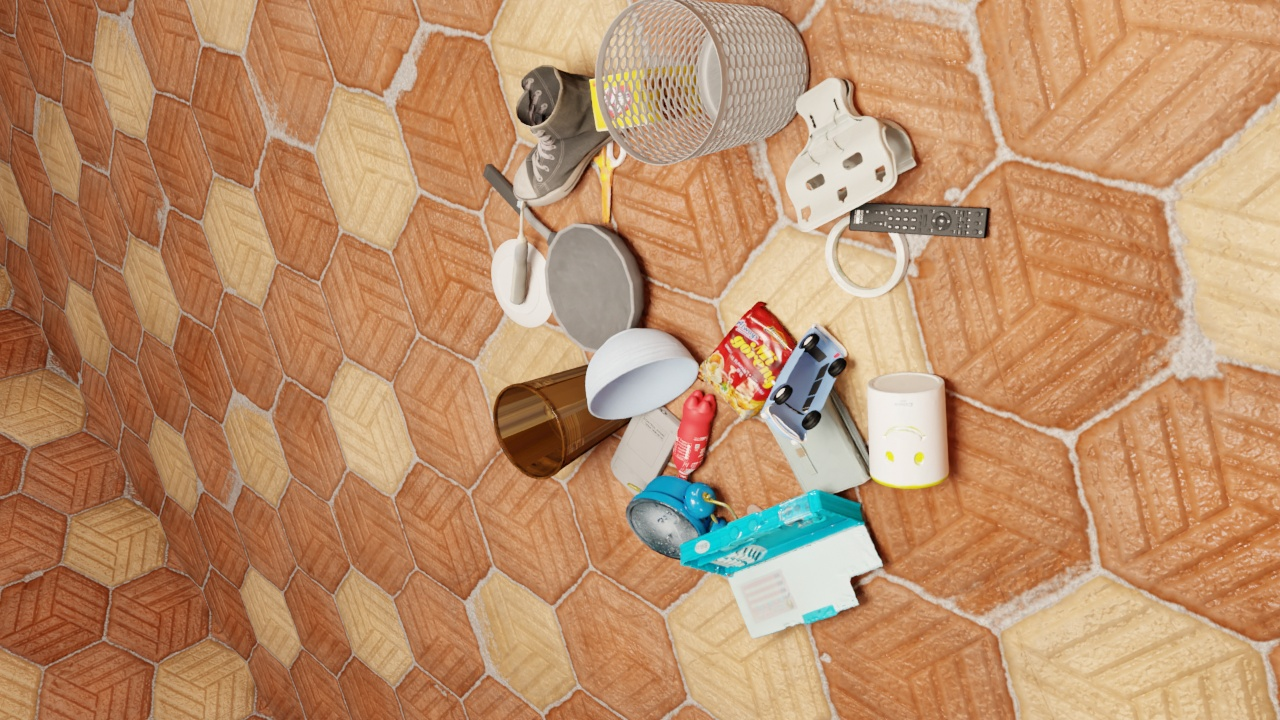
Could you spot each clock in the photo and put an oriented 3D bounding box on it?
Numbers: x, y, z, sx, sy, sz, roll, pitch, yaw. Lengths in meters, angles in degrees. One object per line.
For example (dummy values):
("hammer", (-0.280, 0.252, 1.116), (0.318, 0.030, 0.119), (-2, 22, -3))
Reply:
("clock", (0.058, 0.212, 1.237), (0.162, 0.060, 0.117), (2, 128, 33))

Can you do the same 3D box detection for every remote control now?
("remote control", (0.283, -0.144, 0.940), (0.140, 0.009, 0.030), (9, 102, 31))
("remote control", (0.008, 0.124, 1.291), (0.074, 0.019, 0.151), (41, 128, 22))

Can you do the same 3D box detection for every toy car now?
("toy car", (0.179, 0.027, 1.014), (0.056, 0.153, 0.055), (41, 144, -10))

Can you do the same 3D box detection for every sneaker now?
("sneaker", (-0.120, -0.281, 1.163), (0.235, 0.119, 0.095), (-30, 66, 45))

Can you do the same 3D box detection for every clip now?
("clip", (0.217, -0.217, 0.962), (0.127, 0.104, 0.151), (-24, 59, 43))

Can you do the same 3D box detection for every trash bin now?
("trash bin", (0.071, -0.295, 0.959), (0.157, 0.182, 0.157), (16, 116, 36))

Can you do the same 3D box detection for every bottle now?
("bottle", (0.068, 0.106, 1.217), (0.042, 0.041, 0.142), (29, 124, 30))

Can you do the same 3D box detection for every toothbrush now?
("toothbrush", (-0.169, -0.150, 1.288), (0.024, 0.022, 0.186), (38, 143, 22))

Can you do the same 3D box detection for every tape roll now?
("tape roll", (0.245, -0.115, 0.995), (0.093, 0.013, 0.093), (16, 116, 36))

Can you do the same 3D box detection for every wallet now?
("wallet", (0.209, 0.097, 1.088), (0.101, 0.054, 0.131), (-30, 91, 44))

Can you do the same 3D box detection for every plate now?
("plate", (-0.180, -0.113, 1.368), (0.135, 0.011, 0.135), (17, 117, 36))

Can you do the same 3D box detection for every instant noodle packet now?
("instant noodle packet", (0.135, 0.004, 1.122), (0.098, 0.039, 0.136), (52, 131, 18))

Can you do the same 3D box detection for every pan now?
("pan", (-0.112, -0.160, 1.273), (0.357, 0.041, 0.179), (48, 134, 24))

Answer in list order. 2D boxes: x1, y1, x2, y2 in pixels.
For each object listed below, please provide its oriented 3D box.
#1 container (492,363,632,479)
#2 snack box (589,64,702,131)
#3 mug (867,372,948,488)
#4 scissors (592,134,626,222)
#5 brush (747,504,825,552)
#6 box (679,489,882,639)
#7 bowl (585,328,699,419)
("container", (-0.095, 0.070, 1.258), (0.132, 0.166, 0.132), (17, 117, 36))
("snack box", (0.007, -0.305, 1.065), (0.084, 0.105, 0.061), (4, 109, 40))
("mug", (0.287, 0.074, 0.985), (0.083, 0.082, 0.106), (6, 110, 40))
("scissors", (-0.042, -0.240, 1.199), (0.065, 0.013, 0.129), (15, 115, 38))
("brush", (0.191, 0.225, 1.174), (0.136, 0.015, 0.050), (29, 123, 30))
("box", (0.180, 0.243, 1.139), (0.228, 0.084, 0.171), (-32, 108, 37))
("bowl", (-0.007, 0.007, 1.185), (0.151, 0.150, 0.074), (-46, 56, 42))
